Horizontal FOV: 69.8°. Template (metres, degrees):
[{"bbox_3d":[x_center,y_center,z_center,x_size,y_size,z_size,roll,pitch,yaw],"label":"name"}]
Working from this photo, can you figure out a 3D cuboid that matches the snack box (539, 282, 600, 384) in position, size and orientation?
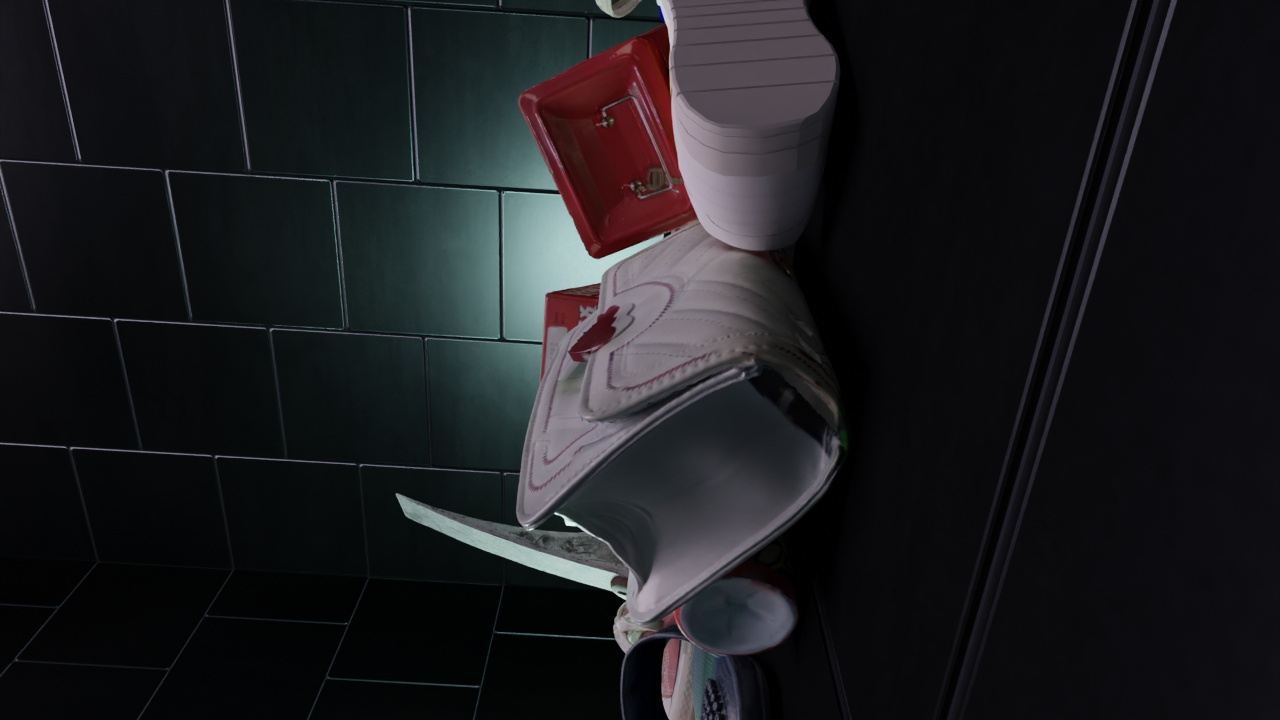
[{"bbox_3d":[-0.025,-0.011,0.838,0.236,0.060,0.113,-29,-56,-74],"label":"snack box"}]

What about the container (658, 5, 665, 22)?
[{"bbox_3d":[0.058,-0.344,0.768,0.085,0.084,0.113,96,176,-51],"label":"container"}]

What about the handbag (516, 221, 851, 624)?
[{"bbox_3d":[0.020,0.009,0.444,0.142,0.096,0.198,-42,16,16],"label":"handbag"}]

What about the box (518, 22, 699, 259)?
[{"bbox_3d":[0.001,-0.192,0.789,0.157,0.137,0.126,67,-153,-16],"label":"box"}]

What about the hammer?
[{"bbox_3d":[-0.003,0.004,0.603,0.037,0.218,0.299,94,-169,-58],"label":"hammer"}]

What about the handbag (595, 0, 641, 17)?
[{"bbox_3d":[0.028,-0.289,0.536,0.197,0.062,0.176,-58,-5,-10],"label":"handbag"}]

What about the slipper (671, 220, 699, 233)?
[{"bbox_3d":[0.054,-0.105,0.863,0.221,0.055,0.107,-96,11,-70],"label":"slipper"}]

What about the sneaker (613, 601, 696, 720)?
[{"bbox_3d":[0.019,0.249,0.836,0.118,0.088,0.240,94,180,-45],"label":"sneaker"}]

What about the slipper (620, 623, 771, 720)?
[{"bbox_3d":[0.028,0.222,0.587,0.264,0.082,0.101,101,170,-80],"label":"slipper"}]

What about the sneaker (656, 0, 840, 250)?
[{"bbox_3d":[0.055,-0.148,0.491,0.104,0.090,0.236,84,-177,-47],"label":"sneaker"}]

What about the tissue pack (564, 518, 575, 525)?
[{"bbox_3d":[0.001,0.111,0.754,0.198,0.141,0.120,94,179,-52],"label":"tissue pack"}]

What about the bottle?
[{"bbox_3d":[0.047,0.083,0.484,0.137,0.062,0.062,-86,0,-55],"label":"bottle"}]

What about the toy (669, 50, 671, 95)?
[{"bbox_3d":[0.059,-0.205,0.708,0.155,0.065,0.170,58,-147,-56],"label":"toy"}]
